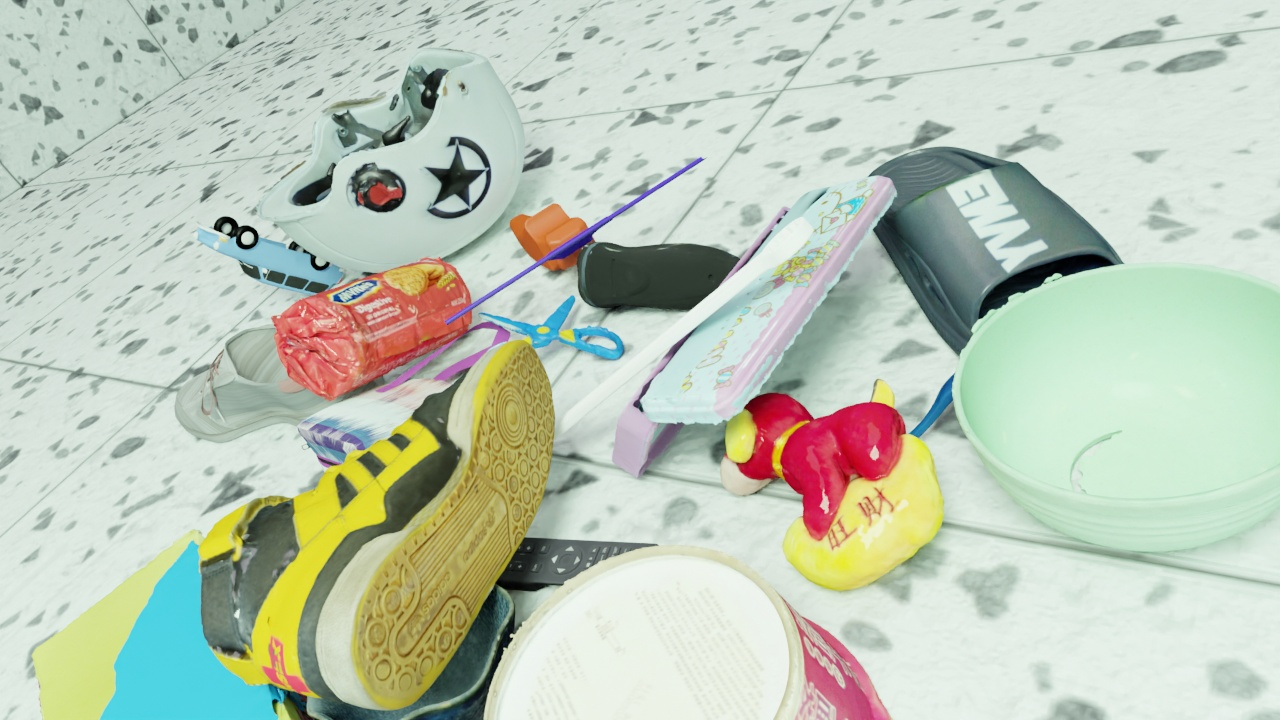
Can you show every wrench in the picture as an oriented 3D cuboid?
[{"bbox_3d":[-0.003,0.003,0.549,0.274,0.009,0.047,-39,12,31],"label":"wrench"}]

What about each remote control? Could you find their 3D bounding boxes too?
[{"bbox_3d":[-0.052,0.120,0.534,0.137,0.015,0.032,-3,41,27],"label":"remote control"}]

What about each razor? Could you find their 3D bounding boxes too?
[{"bbox_3d":[0.015,-0.065,0.706,0.141,0.053,0.063,4,12,28],"label":"razor"}]

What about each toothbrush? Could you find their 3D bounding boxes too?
[{"bbox_3d":[0.174,0.008,0.488,0.135,0.017,0.021,-44,16,13],"label":"toothbrush"}]

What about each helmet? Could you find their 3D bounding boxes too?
[{"bbox_3d":[-0.230,-0.179,0.910,0.263,0.164,0.236,-39,32,-7],"label":"helmet"}]

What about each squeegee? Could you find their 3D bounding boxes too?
[{"bbox_3d":[-0.078,-0.108,0.807,0.249,0.055,0.185,-35,27,-13],"label":"squeegee"}]

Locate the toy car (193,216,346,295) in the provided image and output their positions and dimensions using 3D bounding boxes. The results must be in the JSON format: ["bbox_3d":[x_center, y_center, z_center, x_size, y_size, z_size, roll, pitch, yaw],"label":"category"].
[{"bbox_3d":[-0.382,-0.105,0.947,0.056,0.153,0.055,23,94,38],"label":"toy car"}]

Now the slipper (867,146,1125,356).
[{"bbox_3d":[0.213,-0.093,0.579,0.111,0.083,0.267,-21,34,4],"label":"slipper"}]

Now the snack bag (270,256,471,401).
[{"bbox_3d":[-0.206,-0.028,0.732,0.082,0.082,0.175,-2,18,31],"label":"snack bag"}]

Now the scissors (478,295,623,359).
[{"bbox_3d":[-0.075,-0.016,0.696,0.125,0.014,0.130,18,36,25],"label":"scissors"}]

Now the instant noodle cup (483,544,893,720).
[{"bbox_3d":[0.010,0.156,0.392,0.179,0.078,0.178,-18,35,13],"label":"instant noodle cup"}]

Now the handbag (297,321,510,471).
[{"bbox_3d":[-0.160,0.029,0.691,0.145,0.068,0.169,8,41,41],"label":"handbag"}]

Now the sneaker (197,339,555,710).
[{"bbox_3d":[-0.134,0.077,0.494,0.122,0.086,0.237,-7,31,22],"label":"sneaker"}]

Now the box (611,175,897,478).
[{"bbox_3d":[0.065,-0.028,0.564,0.213,0.051,0.149,-51,8,-31],"label":"box"}]

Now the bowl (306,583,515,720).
[{"bbox_3d":[-0.108,0.164,0.471,0.110,0.055,0.110,-19,25,9],"label":"bowl"}]

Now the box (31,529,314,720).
[{"bbox_3d":[-0.245,0.201,0.504,0.124,0.082,0.221,-42,40,-19],"label":"box"}]

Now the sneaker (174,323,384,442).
[{"bbox_3d":[-0.335,0.010,0.796,0.237,0.089,0.099,-6,40,27],"label":"sneaker"}]

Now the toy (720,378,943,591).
[{"bbox_3d":[0.098,0.055,0.477,0.105,0.067,0.137,-54,38,-1],"label":"toy"}]

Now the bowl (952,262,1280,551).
[{"bbox_3d":[0.225,0.029,0.415,0.151,0.077,0.150,-17,36,13],"label":"bowl"}]
